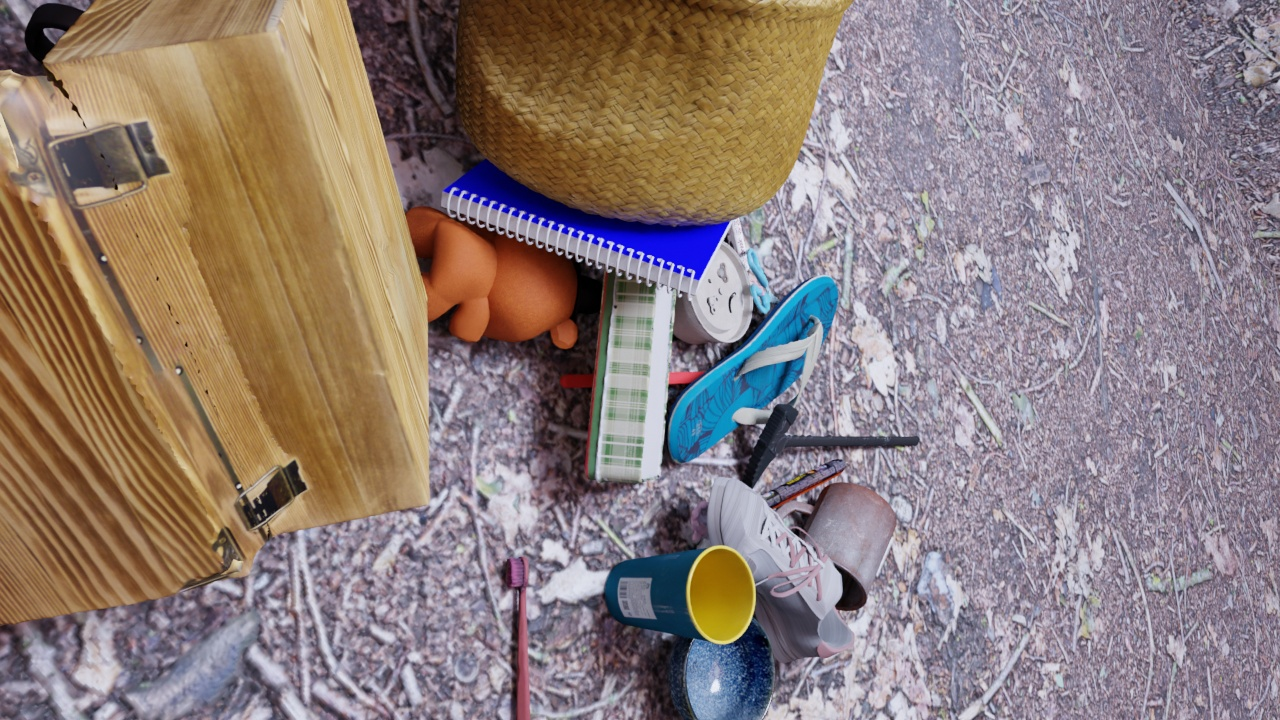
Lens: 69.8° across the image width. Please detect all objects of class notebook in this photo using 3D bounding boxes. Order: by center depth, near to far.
[{"bbox_3d":[-0.035,-0.126,0.758,0.209,0.022,0.171,20,34,6],"label":"notebook"}]

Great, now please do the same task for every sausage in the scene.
[{"bbox_3d":[0.171,0.134,0.982,0.155,0.020,0.020,-19,93,-34],"label":"sausage"}]

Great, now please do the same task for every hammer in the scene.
[{"bbox_3d":[0.232,0.097,1.041,0.324,0.015,0.095,5,116,-46],"label":"hammer"}]

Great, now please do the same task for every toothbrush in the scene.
[{"bbox_3d":[-0.098,0.255,0.739,0.016,0.016,0.189,5,77,-35],"label":"toothbrush"},{"bbox_3d":[0.011,0.019,0.891,0.212,0.018,0.012,-1,80,-37],"label":"toothbrush"}]

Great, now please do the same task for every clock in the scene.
[{"bbox_3d":[0.047,-0.076,0.911,0.157,0.061,0.103,39,56,-36],"label":"clock"}]

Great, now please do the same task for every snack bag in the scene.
[{"bbox_3d":[0.094,-0.158,0.982,0.013,0.057,0.158,-12,88,0],"label":"snack bag"}]

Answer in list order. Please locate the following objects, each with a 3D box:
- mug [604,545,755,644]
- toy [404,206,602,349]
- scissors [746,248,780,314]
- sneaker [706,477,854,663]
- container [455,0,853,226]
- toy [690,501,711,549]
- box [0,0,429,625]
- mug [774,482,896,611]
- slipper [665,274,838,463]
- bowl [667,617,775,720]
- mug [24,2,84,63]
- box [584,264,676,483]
[{"bbox_3d":[0.028,0.200,0.788,0.078,0.122,0.078,11,73,-39],"label":"mug"},{"bbox_3d":[-0.112,-0.066,0.751,0.176,0.096,0.112,8,73,-16],"label":"toy"},{"bbox_3d":[0.134,-0.080,0.986,0.141,0.015,0.076,22,55,-72],"label":"scissors"},{"bbox_3d":[0.141,0.196,0.865,0.236,0.090,0.099,61,31,-30],"label":"sneaker"},{"bbox_3d":[0.005,-0.244,0.755,0.306,0.307,0.197,-19,136,-41],"label":"container"},{"bbox_3d":[0.078,0.191,0.887,0.079,0.038,0.123,-40,115,-47],"label":"toy"},{"bbox_3d":[-0.301,-0.041,0.485,0.336,0.285,0.280,-11,128,-8],"label":"box"},{"bbox_3d":[0.199,0.186,0.971,0.123,0.096,0.110,33,49,5],"label":"mug"},{"bbox_3d":[0.134,0.015,0.935,0.294,0.060,0.118,-37,141,-36],"label":"slipper"},{"bbox_3d":[0.064,0.285,0.841,0.114,0.061,0.114,10,74,-37],"label":"bowl"},{"bbox_3d":[-0.332,-0.189,0.594,0.113,0.088,0.078,24,65,-34],"label":"mug"},{"bbox_3d":[-0.005,0.005,0.802,0.117,0.051,0.205,19,76,-80],"label":"box"}]
